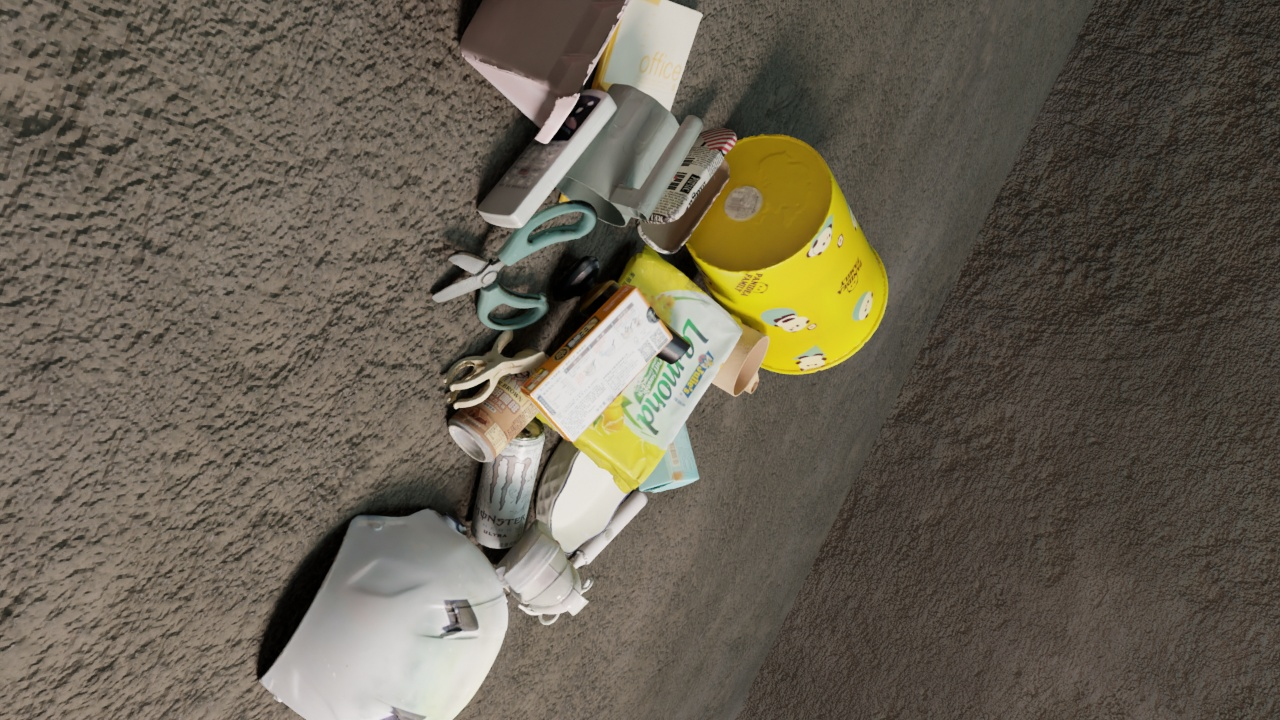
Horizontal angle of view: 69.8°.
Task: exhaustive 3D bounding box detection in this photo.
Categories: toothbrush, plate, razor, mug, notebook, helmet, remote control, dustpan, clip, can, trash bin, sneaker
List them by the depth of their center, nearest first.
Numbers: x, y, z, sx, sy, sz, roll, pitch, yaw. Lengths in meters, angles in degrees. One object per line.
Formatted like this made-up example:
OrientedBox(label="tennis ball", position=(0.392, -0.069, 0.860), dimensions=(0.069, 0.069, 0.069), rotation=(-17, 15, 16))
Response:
OrientedBox(label="dustpan", position=(-0.012, -0.259, 0.673), dimensions=(0.138, 0.273, 0.222), rotation=(31, 90, -40))
OrientedBox(label="remote control", position=(-0.081, -0.177, 0.794), dimensions=(0.149, 0.058, 0.021), rotation=(-55, 132, -16))
OrientedBox(label="mug", position=(-0.009, -0.182, 0.829), dimensions=(0.083, 0.124, 0.103), rotation=(39, 79, -44))
OrientedBox(label="clip", position=(-0.141, 0.011, 0.880), dimensions=(0.099, 0.066, 0.034), rotation=(-31, 143, -30))
OrientedBox(label="helmet", position=(-0.215, 0.271, 0.891), dimensions=(0.229, 0.146, 0.258), rotation=(-58, 155, -8))
OrientedBox(label="notebook", position=(-0.009, -0.253, 0.908), dimensions=(0.145, 0.010, 0.207), rotation=(-14, 128, -57))
OrientedBox(label="can", position=(-0.134, 0.043, 0.916), dimensions=(0.116, 0.058, 0.059), rotation=(-47, 151, -28))
OrientedBox(label="razor", position=(-0.014, -0.049, 0.969), dimensions=(0.062, 0.167, 0.067), rotation=(-44, -153, 23))
OrientedBox(label="can", position=(-0.143, 0.129, 0.986), dimensions=(0.058, 0.058, 0.147), rotation=(-24, 136, -53))
OrientedBox(label="sneaker", position=(-0.106, 0.238, 1.018), dimensions=(0.089, 0.091, 0.242), rotation=(-48, -176, -15))
OrientedBox(label="mug", position=(0.096, -0.010, 1.145), dimensions=(0.084, 0.103, 0.125), rotation=(-56, 160, -12))
OrientedBox(label="trash bin", position=(0.175, -0.133, 1.148), dimensions=(0.229, 0.230, 0.255), rotation=(-58, 150, -8))
OrientedBox(label="plate", position=(-0.062, 0.146, 1.175), dimensions=(0.204, 0.045, 0.205), rotation=(-45, 151, -35))
OrientedBox(label="toothbrush", position=(-0.065, 0.262, 1.310), dimensions=(0.220, 0.027, 0.026), rotation=(-41, -178, -36))

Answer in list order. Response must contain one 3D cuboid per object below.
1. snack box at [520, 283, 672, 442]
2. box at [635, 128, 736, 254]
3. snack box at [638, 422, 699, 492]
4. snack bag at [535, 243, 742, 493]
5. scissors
OrientedBox(label="snack box", position=(-0.041, 0.002, 0.913), dimensions=(0.153, 0.026, 0.075), rotation=(-46, 122, -13))
OrientedBox(label="box", position=(0.054, -0.195, 0.997), dimensions=(0.162, 0.076, 0.088), rotation=(-53, -176, -29))
OrientedBox(label="snack box", position=(0.016, 0.071, 1.121), dimensions=(0.074, 0.052, 0.174), rotation=(8, 65, -63))
OrientedBox(label="snack bag", position=(-0.006, 0.006, 1.033), dimensions=(0.246, 0.158, 0.068), rotation=(-56, -163, -11))
OrientedBox(label="scissors", position=(-0.113, -0.075, 0.848), dimensions=(0.170, 0.019, 0.182), rotation=(-31, 156, -21))
